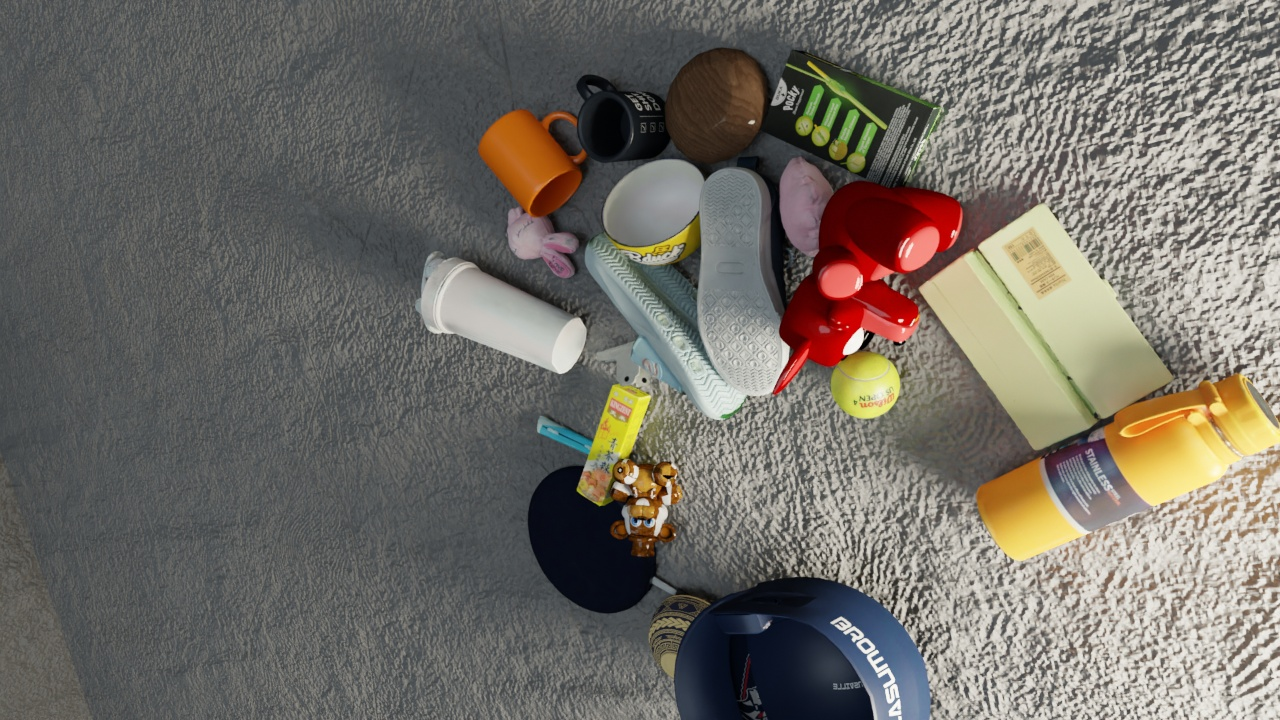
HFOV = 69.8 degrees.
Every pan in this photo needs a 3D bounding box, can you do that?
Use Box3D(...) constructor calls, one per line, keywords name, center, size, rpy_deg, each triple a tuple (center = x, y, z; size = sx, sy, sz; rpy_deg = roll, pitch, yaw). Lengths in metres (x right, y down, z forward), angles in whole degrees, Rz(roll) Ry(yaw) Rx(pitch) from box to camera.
Box3D(name="pan", center=(-0.004, 0.262, 1.141), size=(0.357, 0.021, 0.199), rpy_deg=(25, 116, 26))

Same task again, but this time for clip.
Box3D(name="clip", center=(-0.006, 0.005, 1.071), size=(0.102, 0.040, 0.054), rpy_deg=(-17, 74, 37))

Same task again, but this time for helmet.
Box3D(name="helmet", center=(0.156, 0.338, 0.928), size=(0.273, 0.222, 0.232), rpy_deg=(-25, 74, 27))

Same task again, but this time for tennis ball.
Box3D(name="tennis ball", center=(0.218, 0.024, 0.892), size=(0.065, 0.065, 0.065), rpy_deg=(10, 109, 32))

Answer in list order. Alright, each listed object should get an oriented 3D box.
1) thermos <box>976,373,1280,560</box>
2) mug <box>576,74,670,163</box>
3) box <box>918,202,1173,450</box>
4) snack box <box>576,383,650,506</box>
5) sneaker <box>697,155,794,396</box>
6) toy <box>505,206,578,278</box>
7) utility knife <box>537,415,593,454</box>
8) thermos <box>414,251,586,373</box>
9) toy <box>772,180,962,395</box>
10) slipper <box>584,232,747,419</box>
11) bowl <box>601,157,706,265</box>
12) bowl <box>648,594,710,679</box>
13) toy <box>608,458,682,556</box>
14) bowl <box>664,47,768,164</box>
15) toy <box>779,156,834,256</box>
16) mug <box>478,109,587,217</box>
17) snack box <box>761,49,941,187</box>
Box3D(name="thermos", center=(0.401, 0.092, 0.772), size=(0.233, 0.091, 0.076), rpy_deg=(-37, 60, 36))
Box3D(name="mug", center=(-0.026, -0.260, 0.970), size=(0.071, 0.077, 0.105), rpy_deg=(-43, 78, 35))
Box3D(name="box", center=(0.349, -0.026, 0.806), size=(0.141, 0.047, 0.187), rpy_deg=(-37, 81, 33))
Box3D(name="snack box", center=(-0.033, 0.100, 1.096), size=(0.040, 0.028, 0.148), rpy_deg=(28, 110, 25))
Box3D(name="sneaker", center=(0.110, -0.085, 0.923), size=(0.089, 0.087, 0.236), rpy_deg=(1, 103, 26))
Box3D(name="toy", center=(-0.120, -0.142, 1.088), size=(0.110, 0.047, 0.064), rpy_deg=(29, 126, 21))
Box3D(name="utility knife", center=(-0.079, 0.100, 1.148), size=(0.124, 0.015, 0.022), rpy_deg=(20, 91, 27))
Box3D(name="thermos", center=(-0.177, -0.054, 1.124), size=(0.220, 0.099, 0.099), rpy_deg=(24, 115, 23))
Box3D(name="toy", center=(0.197, -0.064, 0.826), size=(0.120, 0.158, 0.198), rpy_deg=(33, 121, 16))
Box3D(name="slipper", center=(0.025, -0.037, 0.988), size=(0.245, 0.103, 0.074), rpy_deg=(50, 136, 12))
Box3D(name="bowl", center=(0.025, -0.147, 0.962), size=(0.117, 0.067, 0.117), rpy_deg=(-12, 56, 18))
Box3D(name="bowl", center=(0.055, 0.341, 1.082), size=(0.112, 0.061, 0.113), rpy_deg=(15, 123, 25))
Box3D(name="toy", center=(0.005, 0.173, 1.078), size=(0.087, 0.067, 0.112), rpy_deg=(3, 85, 6))
Box3D(name="bowl", center=(0.069, -0.258, 0.918), size=(0.118, 0.030, 0.118), rpy_deg=(-1, 88, 34))
Box3D(name="toy", center=(0.160, -0.146, 0.871), size=(0.053, 0.095, 0.099), rpy_deg=(-11, 97, 5))
Box3D(name="mug", center=(-0.112, -0.236, 1.045), size=(0.113, 0.077, 0.096), rpy_deg=(-41, 78, 7))
Box3D(name="snack box", center=(0.194, -0.226, 0.862), size=(0.147, 0.025, 0.080), rpy_deg=(32, 119, 23))
